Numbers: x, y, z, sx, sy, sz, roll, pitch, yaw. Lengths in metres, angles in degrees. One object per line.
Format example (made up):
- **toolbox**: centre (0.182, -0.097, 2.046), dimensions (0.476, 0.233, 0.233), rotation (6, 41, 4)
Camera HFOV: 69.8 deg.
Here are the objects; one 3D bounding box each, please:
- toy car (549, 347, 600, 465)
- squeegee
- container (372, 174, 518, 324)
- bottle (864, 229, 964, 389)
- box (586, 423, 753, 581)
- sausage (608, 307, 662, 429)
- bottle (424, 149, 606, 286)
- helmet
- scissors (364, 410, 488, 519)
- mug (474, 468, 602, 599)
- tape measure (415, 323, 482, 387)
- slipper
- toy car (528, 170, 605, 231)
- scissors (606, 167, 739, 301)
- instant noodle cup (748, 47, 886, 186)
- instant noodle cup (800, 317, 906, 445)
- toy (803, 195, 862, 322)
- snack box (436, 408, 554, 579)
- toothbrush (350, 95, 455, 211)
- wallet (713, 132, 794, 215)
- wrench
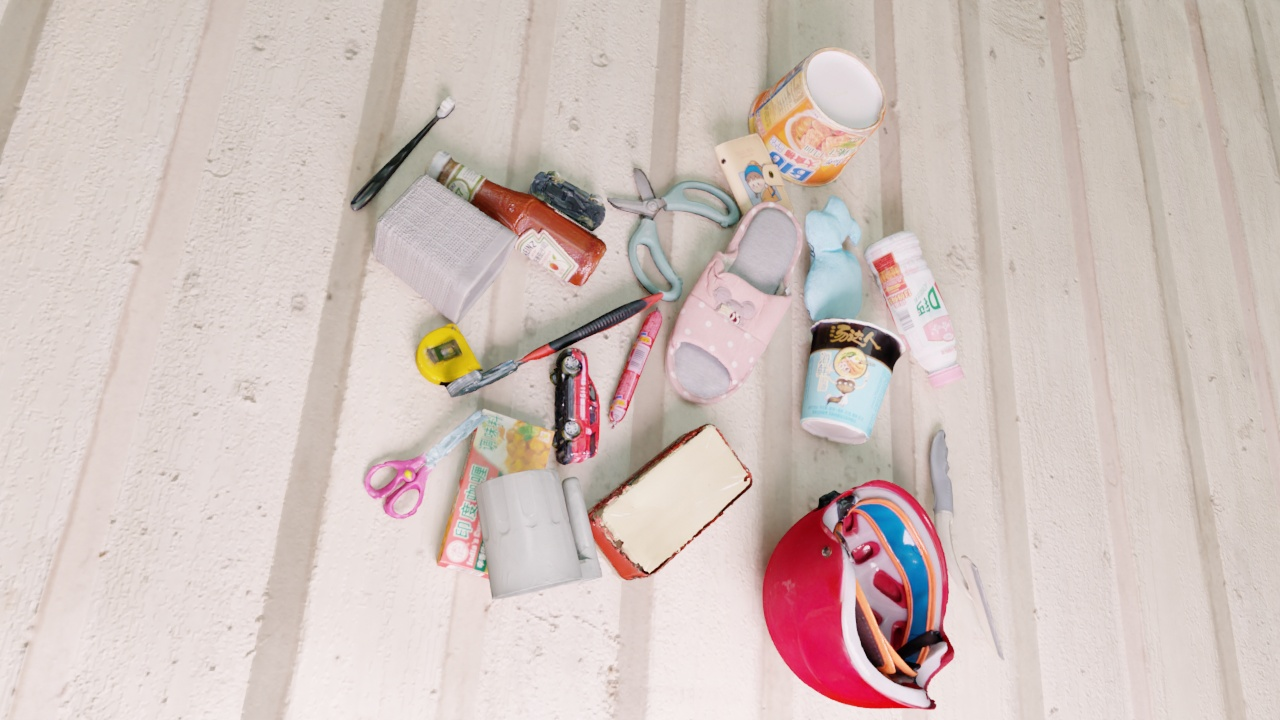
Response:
- **toy car**: centre (-0.067, 0.047, 0.942), dimensions (0.045, 0.053, 0.120), rotation (3, 74, -23)
- **squeegee**: centre (0.356, 0.184, 1.053), dimensions (0.246, 0.039, 0.246), rotation (56, 26, -45)
- **container**: centre (-0.200, -0.114, 0.923), dimensions (0.114, 0.090, 0.090), rotation (37, 62, -4)
- **bottle**: centre (0.347, -0.062, 1.145), dimensions (0.068, 0.068, 0.197), rotation (-19, 83, -27)
- **box**: centre (0.030, 0.140, 0.933), dimensions (0.168, 0.080, 0.091), rotation (-36, 89, -29)
- **sausage**: centre (-0.006, 0.006, 0.999), dimensions (0.020, 0.020, 0.155), rotation (28, 64, -12)
- **bottle**: centre (-0.134, -0.155, 0.981), dimensions (0.206, 0.060, 0.059), rotation (32, 63, -9)
- **helmet**: centre (0.213, 0.240, 0.941), dimensions (0.207, 0.144, 0.239), rotation (57, 36, -7)
- **scissors**: centre (-0.196, 0.095, 0.877), dimensions (0.135, 0.017, 0.063), rotation (-38, 82, -17)
- **mug**: centre (-0.091, 0.159, 0.852), dimensions (0.123, 0.084, 0.103), rotation (5, 66, -51)
- **tape measure**: centre (-0.195, -0.004, 0.919), dimensions (0.057, 0.029, 0.060), rotation (-27, 84, -27)
- **slipper**: centre (0.116, -0.071, 1.047), dimensions (0.114, 0.055, 0.273), rotation (35, 68, -12)
- **toy car**: centre (-0.082, -0.175, 1.023), dimensions (0.090, 0.034, 0.042), rotation (24, 62, -16)
- **scissors**: centre (0.048, -0.151, 1.078), dimensions (0.169, 0.019, 0.173), rotation (-7, 74, -23)
- **instant noodle cup**: centre (0.228, -0.312, 1.156), dimensions (0.151, 0.112, 0.151), rotation (7, 70, -20)
- **instant noodle cup**: centre (0.235, 0.028, 1.048), dimensions (0.111, 0.111, 0.120), rotation (22, 72, -14)
- **toy**: centre (0.236, -0.111, 1.118), dimensions (0.161, 0.050, 0.156), rotation (-38, 107, -40)
- **snack box**: centre (-0.140, 0.132, 0.895), dimensions (0.077, 0.027, 0.155), rotation (19, 66, -16)
- **toothbrush**: centre (-0.252, -0.223, 0.980), dimensions (0.015, 0.018, 0.180), rotation (38, 63, -10)
- **wallet**: centre (0.143, -0.220, 1.132), dimensions (0.087, 0.024, 0.115), rotation (-26, 91, -36)
- **wrench**: centre (-0.083, -0.020, 0.962), dimensions (0.272, 0.056, 0.016), rotation (-26, 86, -32)
